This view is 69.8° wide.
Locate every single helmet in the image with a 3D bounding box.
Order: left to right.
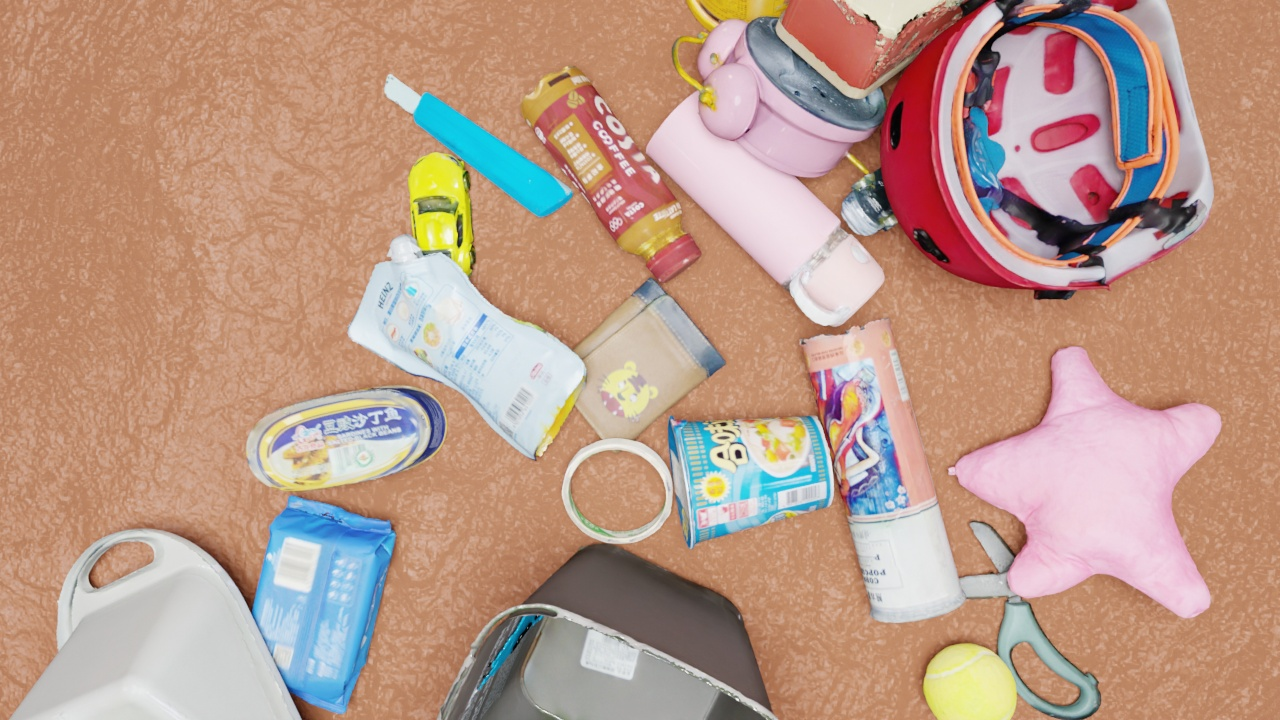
[{"bbox_3d":[0.250,-0.142,0.626,0.239,0.144,0.207,-22,96,-21],"label":"helmet"}]

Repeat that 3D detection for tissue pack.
[{"bbox_3d":[-0.253,0.191,0.722,0.095,0.052,0.157,14,91,5],"label":"tissue pack"}]

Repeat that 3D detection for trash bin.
[{"bbox_3d":[-0.020,0.240,0.617,0.198,0.219,0.199,25,97,2],"label":"trash bin"}]

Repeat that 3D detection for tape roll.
[{"bbox_3d":[-0.018,0.102,0.712,0.086,0.013,0.086,1,109,4],"label":"tape roll"}]

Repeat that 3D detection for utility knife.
[{"bbox_3d":[-0.134,-0.173,0.729,0.179,0.018,0.034,36,78,4],"label":"utility knife"}]

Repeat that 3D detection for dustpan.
[{"bbox_3d":[-0.361,0.269,0.722,0.223,0.142,0.258,-25,117,21],"label":"dustpan"}]

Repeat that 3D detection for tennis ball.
[{"bbox_3d":[0.245,0.244,0.682,0.065,0.065,0.065,0,90,4],"label":"tennis ball"}]

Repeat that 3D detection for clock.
[{"bbox_3d":[0.095,-0.193,0.656,0.158,0.060,0.117,18,47,-18],"label":"clock"}]

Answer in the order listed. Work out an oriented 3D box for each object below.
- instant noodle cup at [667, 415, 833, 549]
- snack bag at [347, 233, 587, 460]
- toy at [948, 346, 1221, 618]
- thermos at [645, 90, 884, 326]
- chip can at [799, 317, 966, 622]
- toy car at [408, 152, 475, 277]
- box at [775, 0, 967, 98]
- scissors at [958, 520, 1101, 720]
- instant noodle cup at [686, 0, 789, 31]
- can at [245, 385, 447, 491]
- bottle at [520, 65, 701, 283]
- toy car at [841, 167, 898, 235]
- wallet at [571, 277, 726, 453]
[{"bbox_3d":[0.082,0.083,0.682,0.110,0.099,0.099,-8,90,-3],"label":"instant noodle cup"},{"bbox_3d":[-0.136,-0.011,0.707,0.191,0.038,0.111,36,127,9],"label":"snack bag"},{"bbox_3d":[0.319,0.081,0.669,0.179,0.074,0.194,6,72,21],"label":"toy"},{"bbox_3d":[0.090,-0.107,0.683,0.198,0.087,0.067,47,135,3],"label":"thermos"},{"bbox_3d":[0.179,0.079,0.683,0.071,0.071,0.214,-14,89,4],"label":"chip can"},{"bbox_3d":[-0.159,-0.113,0.724,0.048,0.032,0.105,-4,88,4],"label":"toy car"},{"bbox_3d":[0.184,-0.266,0.639,0.091,0.077,0.168,45,63,11],"label":"box"},{"bbox_3d":[0.323,0.193,0.700,0.170,0.019,0.179,-11,90,2],"label":"scissors"},{"bbox_3d":[0.087,-0.305,0.665,0.118,0.114,0.118,0,91,4],"label":"instant noodle cup"},{"bbox_3d":[-0.230,0.061,0.721,0.148,0.049,0.074,-11,89,4],"label":"can"},{"bbox_3d":[-0.020,-0.139,0.702,0.057,0.057,0.175,-37,88,3],"label":"bottle"},{"bbox_3d":[0.186,-0.125,0.687,0.090,0.034,0.043,-38,87,-32],"label":"toy car"},{"bbox_3d":[-0.004,0.004,0.716,0.115,0.033,0.090,-41,89,7],"label":"wallet"}]
